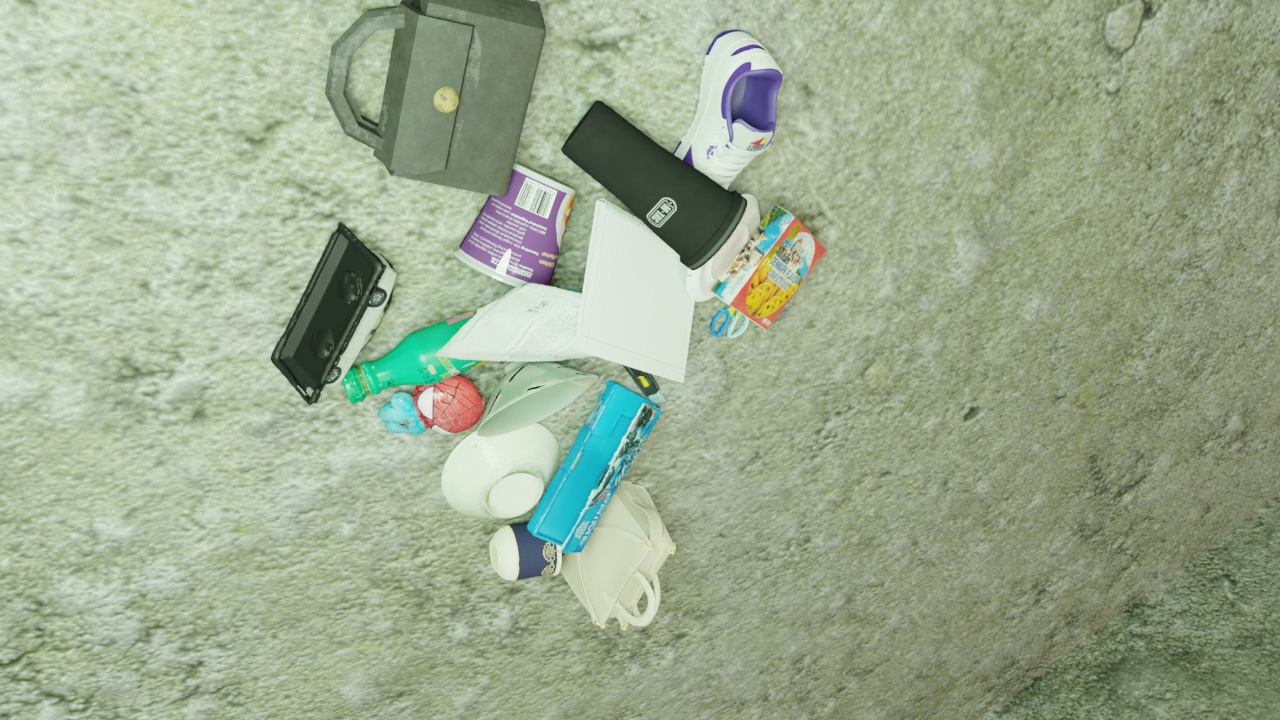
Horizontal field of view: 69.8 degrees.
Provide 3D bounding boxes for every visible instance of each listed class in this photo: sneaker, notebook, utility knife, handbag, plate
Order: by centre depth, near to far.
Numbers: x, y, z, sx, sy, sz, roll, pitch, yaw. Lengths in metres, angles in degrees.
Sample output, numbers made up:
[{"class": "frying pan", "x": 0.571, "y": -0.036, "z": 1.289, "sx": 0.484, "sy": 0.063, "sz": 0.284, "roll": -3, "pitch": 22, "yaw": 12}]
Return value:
[{"class": "handbag", "x": -0.211, "y": -0.276, "z": 0.920, "sx": 0.199, "sy": 0.102, "sz": 0.198, "roll": 1, "pitch": 121, "yaw": -30}, {"class": "sneaker", "x": 0.110, "y": -0.261, "z": 1.106, "sx": 0.091, "sy": 0.111, "sz": 0.245, "roll": -2, "pitch": 123, "yaw": -29}, {"class": "notebook", "x": 0.003, "y": -0.079, "z": 1.135, "sx": 0.245, "sy": 0.013, "sz": 0.178, "roll": 18, "pitch": 78, "yaw": -57}, {"class": "plate", "x": 0.114, "y": -0.146, "z": 1.212, "sx": 0.156, "sy": 0.014, "sz": 0.157, "roll": -41, "pitch": 150, "yaw": -30}, {"class": "utility knife", "x": -0.008, "y": 0.008, "z": 1.297, "sx": 0.029, "sy": 0.020, "sz": 0.188, "roll": -36, "pitch": 133, "yaw": 0}, {"class": "handbag", "x": -0.023, "y": 0.312, "z": 1.385, "sx": 0.101, "sy": 0.198, "sz": 0.195, "roll": 14, "pitch": 114, "yaw": -36}]

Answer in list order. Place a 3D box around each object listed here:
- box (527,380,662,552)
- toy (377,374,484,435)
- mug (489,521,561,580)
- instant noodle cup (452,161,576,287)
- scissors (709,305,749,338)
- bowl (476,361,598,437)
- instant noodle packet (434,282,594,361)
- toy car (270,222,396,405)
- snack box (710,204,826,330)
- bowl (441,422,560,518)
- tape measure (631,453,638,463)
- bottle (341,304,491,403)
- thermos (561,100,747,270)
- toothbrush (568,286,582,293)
[{"class": "box", "x": -0.054, "y": 0.160, "z": 1.292, "sx": 0.091, "sy": 0.085, "sz": 0.243, "roll": 29, "pitch": 91, "yaw": -32}, {"class": "toy", "x": -0.265, "y": 0.061, "z": 1.163, "sx": 0.133, "sy": 0.062, "sz": 0.092, "roll": -17, "pitch": 127, "yaw": -4}, {"class": "mug", "x": -0.178, "y": 0.286, "z": 1.367, "sx": 0.089, "sy": 0.085, "sz": 0.112, "roll": -5, "pitch": 160, "yaw": -24}, {"class": "instant noodle cup", "x": -0.128, "y": -0.154, "z": 1.055, "sx": 0.136, "sy": 0.122, "sz": 0.122, "roll": 19, "pitch": 102, "yaw": -28}, {"class": "scissors", "x": 0.139, "y": -0.087, "z": 1.315, "sx": 0.070, "sy": 0.022, "sz": 0.131, "roll": 2, "pitch": 125, "yaw": -30}, {"class": "bowl", "x": -0.146, "y": 0.033, "z": 1.197, "sx": 0.174, "sy": 0.068, "sz": 0.174, "roll": -27, "pitch": 169, "yaw": -6}, {"class": "instant noodle packet", "x": -0.105, "y": -0.043, "z": 1.095, "sx": 0.147, "sy": 0.057, "sz": 0.268, "roll": -38, "pitch": 158, "yaw": 27}, {"class": "toy car", "x": -0.333, "y": -0.049, "z": 1.039, "sx": 0.071, "sy": 0.094, "sz": 0.192, "roll": 6, "pitch": 121, "yaw": -57}, {"class": "snack box", "x": 0.178, "y": -0.124, "z": 1.256, "sx": 0.145, "sy": 0.040, "sz": 0.142, "roll": -54, "pitch": 149, "yaw": 8}, {"class": "bowl", "x": -0.186, "y": 0.170, "z": 1.285, "sx": 0.176, "sy": 0.058, "sz": 0.177, "roll": -15, "pitch": 129, "yaw": -20}, {"class": "tape measure", "x": -0.030, "y": 0.125, "z": 1.366, "sx": 0.060, "sy": 0.020, "sz": 0.062, "roll": 8, "pitch": 117, "yaw": -27}, {"class": "bottle", "x": -0.257, "y": -0.005, "z": 1.112, "sx": 0.209, "sy": 0.068, "sz": 0.068, "roll": -22, "pitch": 130, "yaw": -14}, {"class": "thermos", "x": 0.016, "y": -0.204, "z": 1.063, "sx": 0.218, "sy": 0.105, "sz": 0.106, "roll": 36, "pitch": 102, "yaw": -15}, {"class": "toothbrush", "x": -0.023, "y": -0.065, "z": 1.233, "sx": 0.187, "sy": 0.019, "sz": 0.018, "roll": 22, "pitch": 153, "yaw": -39}]
